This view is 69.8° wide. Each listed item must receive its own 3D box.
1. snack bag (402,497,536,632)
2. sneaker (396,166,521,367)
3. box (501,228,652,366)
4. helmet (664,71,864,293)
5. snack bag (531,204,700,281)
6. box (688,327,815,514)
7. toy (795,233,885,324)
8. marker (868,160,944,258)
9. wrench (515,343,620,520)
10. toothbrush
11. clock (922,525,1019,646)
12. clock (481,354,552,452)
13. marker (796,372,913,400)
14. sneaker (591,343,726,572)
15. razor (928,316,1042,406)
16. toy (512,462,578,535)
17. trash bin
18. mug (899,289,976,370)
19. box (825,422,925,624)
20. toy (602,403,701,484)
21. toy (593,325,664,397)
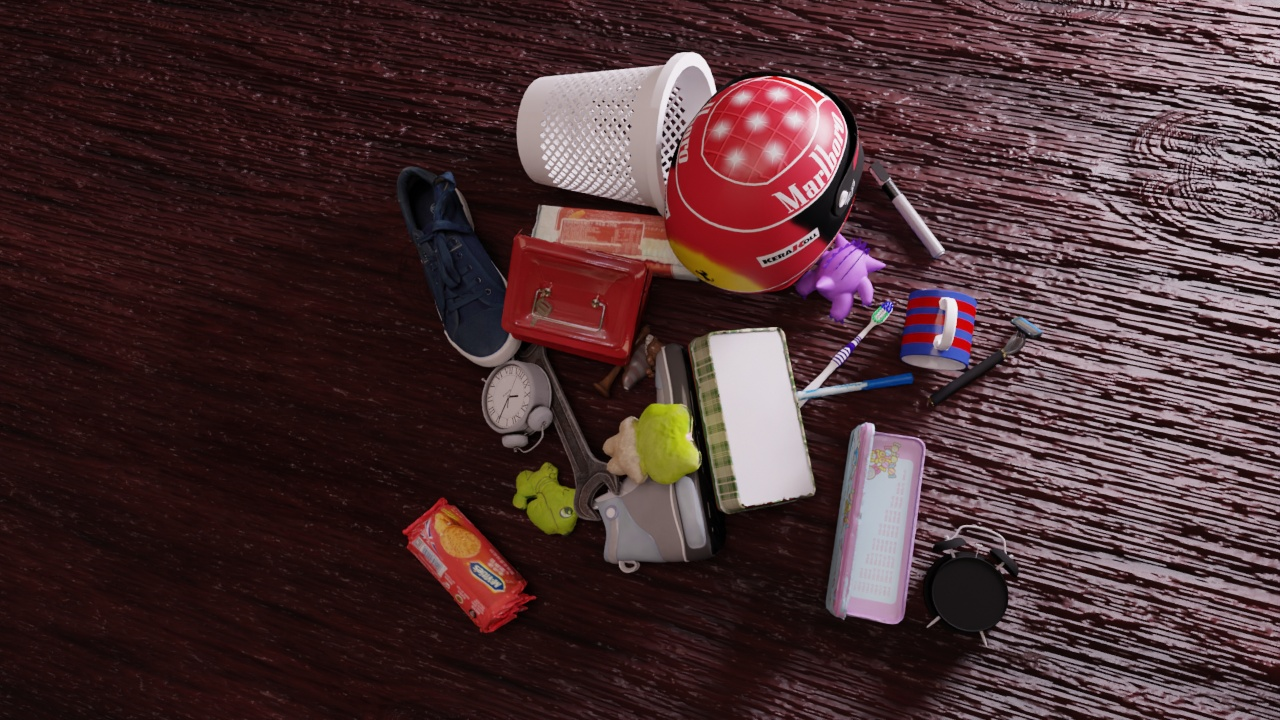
[{"bbox_3d":[-0.210,0.250,1.109,0.176,0.082,0.082,43,90,17],"label":"snack bag"},{"bbox_3d":[-0.237,-0.130,1.150,0.121,0.127,0.294,-30,69,8],"label":"sneaker"},{"bbox_3d":[-0.071,-0.080,1.097,0.157,0.165,0.152,15,109,1],"label":"box"},{"bbox_3d":[0.140,-0.206,1.020,0.198,0.225,0.270,29,75,19],"label":"helmet"},{"bbox_3d":[-0.029,-0.149,1.168,0.225,0.041,0.077,7,80,15],"label":"snack bag"},{"bbox_3d":[0.128,0.066,1.052,0.117,0.050,0.205,-7,82,-31],"label":"box"},{"bbox_3d":[0.237,-0.104,1.091,0.106,0.056,0.088,40,85,25],"label":"toy"},{"bbox_3d":[0.321,-0.182,1.109,0.016,0.016,0.140,-33,74,4],"label":"marker"},{"bbox_3d":[-0.094,0.070,1.117,0.070,0.010,0.273,-38,60,20],"label":"wrench"},{"bbox_3d":[0.236,-0.001,1.091,0.015,0.016,0.186,43,90,14],"label":"toothbrush"},{"bbox_3d":[0.359,0.241,1.001,0.091,0.042,0.120,16,83,15],"label":"clock"},{"bbox_3d":[-0.151,0.056,1.131,0.095,0.035,0.122,-40,57,25],"label":"clock"},{"bbox_3d":[0.248,0.032,1.076,0.142,0.013,0.013,-10,77,3],"label":"marker"},{"bbox_3d":[0.007,0.115,1.088,0.161,0.093,0.256,-13,75,18],"label":"sneaker"},{"bbox_3d":[0.393,0.006,1.055,0.144,0.022,0.042,-39,31,7],"label":"razor"},{"bbox_3d":[-0.111,0.170,1.123,0.094,0.036,0.093,-19,72,14],"label":"toy"},{"bbox_3d":[-0.032,-0.277,1.128,0.200,0.195,0.195,9,81,23],"label":"trash bin"},{"bbox_3d":[0.336,-0.038,1.026,0.075,0.112,0.076,10,81,9],"label":"mug"},{"bbox_3d":[0.259,0.179,1.009,0.089,0.093,0.214,8,81,14],"label":"box"},{"bbox_3d":[0.010,0.097,1.022,0.118,0.043,0.092,-20,73,28],"label":"toy"},{"bbox_3d":[-0.007,0.007,1.130,0.055,0.041,0.101,32,81,27],"label":"toy"}]
